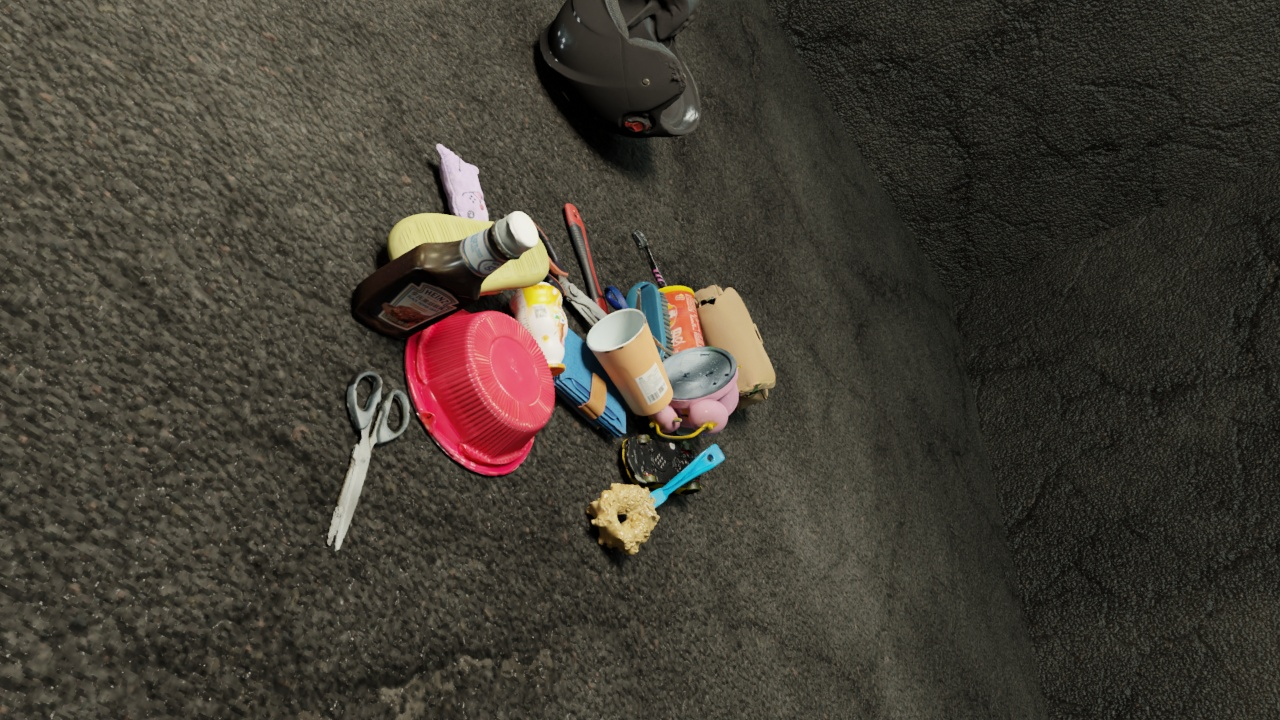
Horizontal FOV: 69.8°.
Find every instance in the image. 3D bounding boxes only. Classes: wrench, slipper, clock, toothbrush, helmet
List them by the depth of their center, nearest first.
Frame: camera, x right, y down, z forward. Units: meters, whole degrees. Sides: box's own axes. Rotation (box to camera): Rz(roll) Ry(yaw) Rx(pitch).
[{"bbox_3d":[-0.186,-0.100,0.978,0.190,0.082,0.091,-7,70,-43],"label":"slipper"},{"bbox_3d":[0.071,0.049,1.223,0.158,0.117,0.060,-59,141,-46],"label":"clock"},{"bbox_3d":[-0.058,-0.093,1.267,0.056,0.016,0.273,-1,70,-64],"label":"wrench"},{"bbox_3d":[-0.016,-0.457,1.404,0.275,0.231,0.232,53,38,-42],"label":"helmet"},{"bbox_3d":[0.033,-0.122,1.453,0.017,0.014,0.189,-32,97,-52],"label":"toothbrush"}]

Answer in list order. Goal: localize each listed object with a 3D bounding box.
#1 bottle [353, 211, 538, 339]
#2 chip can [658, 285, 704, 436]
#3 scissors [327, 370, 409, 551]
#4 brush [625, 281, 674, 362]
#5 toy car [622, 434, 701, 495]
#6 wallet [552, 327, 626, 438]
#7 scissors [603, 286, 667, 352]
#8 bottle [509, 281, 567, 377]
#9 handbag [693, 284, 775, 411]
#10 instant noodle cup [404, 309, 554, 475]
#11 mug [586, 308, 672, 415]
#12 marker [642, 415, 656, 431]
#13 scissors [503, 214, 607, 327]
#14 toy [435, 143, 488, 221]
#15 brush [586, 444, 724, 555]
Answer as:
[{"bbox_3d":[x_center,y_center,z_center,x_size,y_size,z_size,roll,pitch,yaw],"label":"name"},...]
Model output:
[{"bbox_3d":[-0.179,-0.081,0.853,0.080,0.195,0.044,32,42,-46],"label":"bottle"},{"bbox_3d":[0.065,-0.001,1.348,0.073,0.073,0.216,22,50,-53],"label":"chip can"},{"bbox_3d":[-0.251,0.080,0.802,0.137,0.014,0.174,63,30,-7],"label":"scissors"},{"bbox_3d":[0.006,-0.052,1.304,0.073,0.055,0.143,32,42,-47],"label":"brush"},{"bbox_3d":[0.026,0.137,1.202,0.155,0.041,0.071,17,54,-47],"label":"toy car"},{"bbox_3d":[-0.065,0.025,1.140,0.133,0.040,0.106,43,31,-36],"label":"wallet"},{"bbox_3d":[-0.007,-0.046,1.204,0.162,0.012,0.173,55,-19,31],"label":"scissors"},{"bbox_3d":[-0.115,-0.035,1.070,0.063,0.063,0.108,18,53,-55],"label":"bottle"},{"bbox_3d":[0.146,-0.024,1.454,0.147,0.100,0.204,-30,96,-87],"label":"handbag"},{"bbox_3d":[-0.154,0.019,0.960,0.194,0.066,0.193,41,35,-38],"label":"instant noodle cup"},{"bbox_3d":[-0.007,0.007,1.145,0.078,0.078,0.123,-77,147,-49],"label":"mug"},{"bbox_3d":[-0.008,0.038,1.229,0.132,0.020,0.022,63,27,-24],"label":"marker"},{"bbox_3d":[-0.105,-0.096,1.178,0.215,0.015,0.195,-3,69,-58],"label":"scissors"},{"bbox_3d":[-0.203,-0.191,1.069,0.083,0.039,0.108,14,55,-67],"label":"toy"},{"bbox_3d":[0.028,0.160,1.130,0.253,0.046,0.083,-26,81,-49],"label":"brush"}]
